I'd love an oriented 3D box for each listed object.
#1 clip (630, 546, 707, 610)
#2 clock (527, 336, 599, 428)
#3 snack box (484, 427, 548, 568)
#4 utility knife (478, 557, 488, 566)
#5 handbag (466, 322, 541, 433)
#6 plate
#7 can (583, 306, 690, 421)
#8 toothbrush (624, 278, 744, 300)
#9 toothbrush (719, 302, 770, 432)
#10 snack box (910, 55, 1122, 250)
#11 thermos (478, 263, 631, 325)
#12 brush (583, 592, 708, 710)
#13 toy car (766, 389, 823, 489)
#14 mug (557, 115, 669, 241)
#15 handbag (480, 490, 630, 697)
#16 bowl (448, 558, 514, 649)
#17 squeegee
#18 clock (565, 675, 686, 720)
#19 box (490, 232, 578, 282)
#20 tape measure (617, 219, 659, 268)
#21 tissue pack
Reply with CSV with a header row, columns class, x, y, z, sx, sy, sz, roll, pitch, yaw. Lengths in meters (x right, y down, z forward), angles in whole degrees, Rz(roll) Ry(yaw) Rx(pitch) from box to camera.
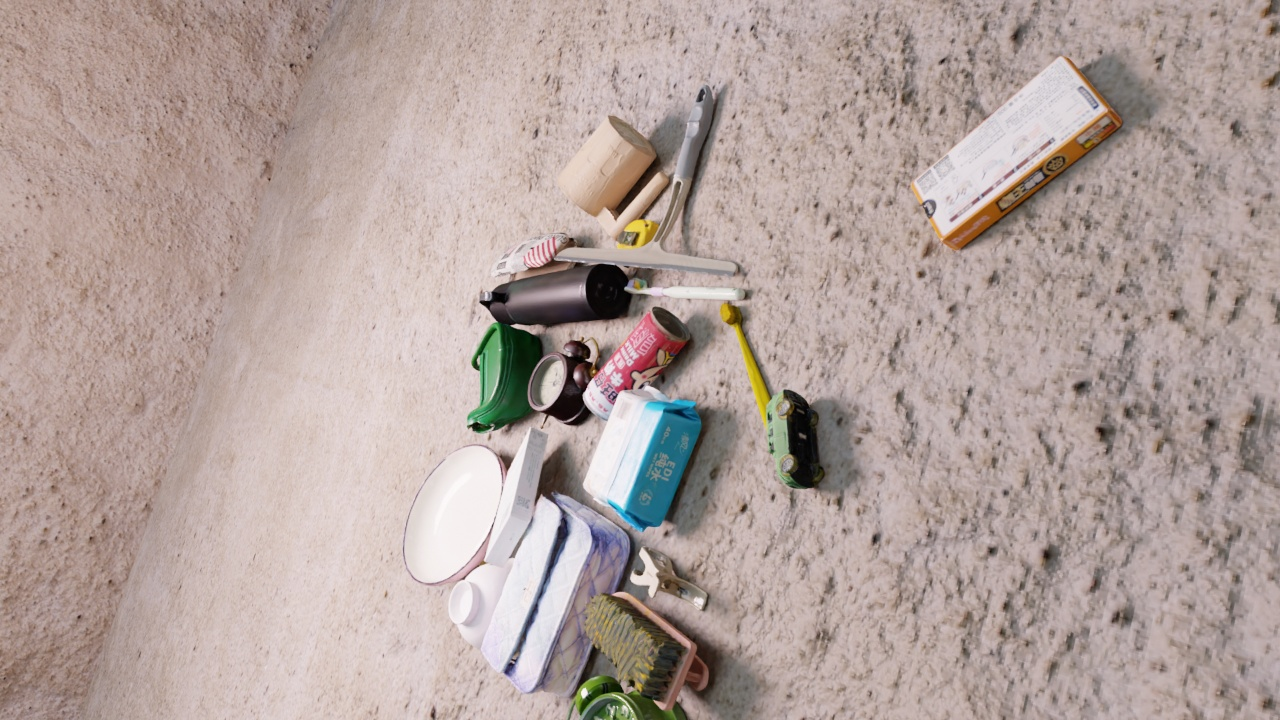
class,x,y,z,sx,sy,sz,roll,pitch,yaw
clip,0.016,0.210,0.886,0.034,0.060,0.097,-67,25,1
clock,-0.085,0.024,1.100,0.122,0.055,0.082,-48,40,22
snack box,-0.143,0.158,1.072,0.156,0.027,0.085,-84,20,-57
utility knife,-0.219,0.244,1.192,0.178,0.019,0.031,24,96,55
handbag,-0.188,0.023,1.222,0.120,0.068,0.131,-37,46,36
plate,-0.234,0.204,1.195,0.193,0.039,0.192,-26,47,31
can,-0.006,0.006,1.009,0.133,0.053,0.053,-50,40,23
toothbrush,0.047,-0.078,1.014,0.190,0.029,0.020,11,123,52
toothbrush,0.108,0.014,0.891,0.016,0.016,0.189,-44,43,31
snack box,0.294,-0.164,0.735,0.154,0.026,0.075,-42,43,31
thermos,-0.120,-0.079,1.169,0.243,0.089,0.068,-3,87,51
brush,0.001,0.263,0.856,0.146,0.073,0.063,21,89,58
toy car,0.134,0.071,0.808,0.036,0.043,0.091,-30,49,37
mug,-0.031,-0.229,1.149,0.104,0.084,0.124,-47,65,24
handbag,-0.095,0.248,0.982,0.134,0.075,0.194,18,86,56
bowl,-0.185,0.289,1.081,0.119,0.064,0.118,-21,60,42
squeegee,0.044,-0.208,1.068,0.247,0.039,0.246,9,73,35
clock,-0.022,0.359,0.850,0.161,0.056,0.116,0,71,52
box,-0.152,-0.144,1.253,0.164,0.077,0.074,-4,64,54
tape measure,-0.006,-0.141,1.105,0.057,0.029,0.060,11,81,54
tissue pack,0.004,0.098,0.942,0.090,0.063,0.140,18,86,56
